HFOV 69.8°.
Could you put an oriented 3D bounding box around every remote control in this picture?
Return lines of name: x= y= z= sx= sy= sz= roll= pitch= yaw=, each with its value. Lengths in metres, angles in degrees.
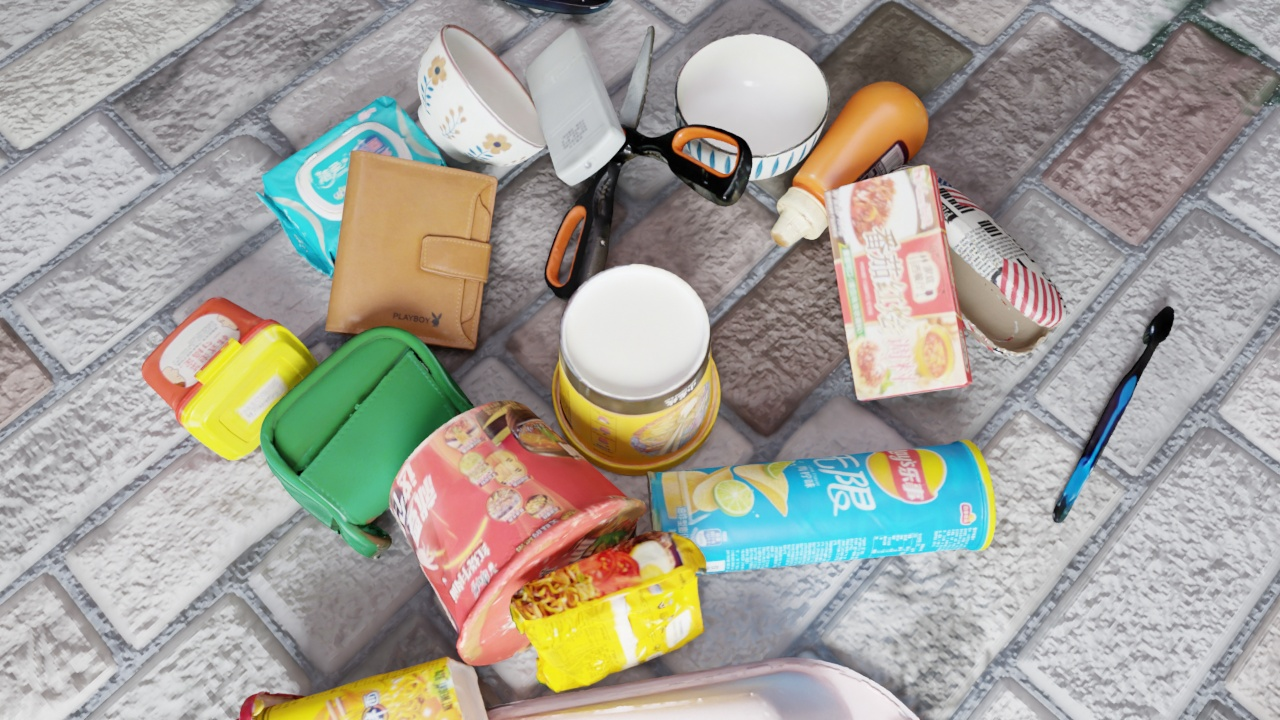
remote control: x=-0.085 y=-0.326 z=0.796 sx=0.136 sy=0.024 sz=0.053 roll=15 pitch=70 yaw=8
remote control: x=-0.052 y=-0.199 z=0.712 sx=0.058 sy=0.021 sz=0.149 roll=-36 pitch=49 yaw=21

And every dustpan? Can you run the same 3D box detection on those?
dustpan: x=0.047 y=0.297 z=0.541 sx=0.274 sy=0.138 sz=0.222 roll=-20 pitch=67 yaw=23

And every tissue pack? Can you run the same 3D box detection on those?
tissue pack: x=-0.216 y=-0.131 z=0.702 sx=0.133 sy=0.050 sz=0.093 roll=-41 pitch=74 yaw=-14

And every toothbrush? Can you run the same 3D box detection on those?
toothbrush: x=0.332 y=0.036 z=0.645 sx=0.014 sy=0.016 sz=0.189 roll=34 pitch=74 yaw=4

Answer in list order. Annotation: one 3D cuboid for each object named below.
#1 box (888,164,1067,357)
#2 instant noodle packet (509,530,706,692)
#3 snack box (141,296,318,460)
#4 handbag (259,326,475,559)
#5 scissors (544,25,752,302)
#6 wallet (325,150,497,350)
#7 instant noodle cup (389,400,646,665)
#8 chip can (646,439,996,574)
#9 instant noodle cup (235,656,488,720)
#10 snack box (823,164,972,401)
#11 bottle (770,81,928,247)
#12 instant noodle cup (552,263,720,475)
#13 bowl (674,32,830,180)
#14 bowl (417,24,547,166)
box: x=0.240 y=-0.083 z=0.658 sx=0.075 sy=0.082 sz=0.163 roll=-32 pitch=67 yaw=-18
instant noodle packet: x=-0.016 y=0.150 z=0.538 sx=0.110 sy=0.129 sz=0.044 roll=-16 pitch=56 yaw=-8
snack box: x=-0.284 y=0.008 z=0.631 sx=0.080 sy=0.082 sz=0.091 roll=31 pitch=70 yaw=23
handbag: x=-0.178 y=0.053 z=0.620 sx=0.120 sy=0.068 sz=0.131 roll=44 pitch=73 yaw=9
scissors: x=-0.010 y=-0.144 z=0.683 sx=0.234 sy=0.021 sz=0.221 roll=28 pitch=91 yaw=42
wallet: x=-0.163 y=-0.077 z=0.661 sx=0.107 sy=0.031 sz=0.131 roll=9 pitch=87 yaw=-15
instant noodle cup: x=-0.082 y=0.100 z=0.563 sx=0.137 sy=0.138 sz=0.108 roll=-38 pitch=64 yaw=-14
chip can: x=0.111 y=0.095 z=0.590 sx=0.210 sy=0.071 sz=0.071 roll=-5 pitch=67 yaw=-1
instant noodle cup: x=-0.147 y=0.228 z=0.513 sx=0.123 sy=0.116 sz=0.116 roll=-21 pitch=68 yaw=-7
snack box: x=0.178 y=-0.052 z=0.636 sx=0.075 sy=0.025 sz=0.153 roll=-11 pitch=84 yaw=26
bottle: x=0.153 y=-0.143 z=0.698 sx=0.067 sy=0.067 sz=0.149 roll=40 pitch=81 yaw=16
instant noodle cup: x=-0.004 y=0.004 z=0.607 sx=0.118 sy=0.114 sz=0.118 roll=-1 pitch=66 yaw=1
bowl: x=0.083 y=-0.186 z=0.711 sx=0.116 sy=0.066 sz=0.116 roll=0 pitch=67 yaw=0
bowl: x=-0.129 y=-0.192 z=0.705 sx=0.062 sy=0.113 sz=0.113 roll=-37 pitch=68 yaw=21
